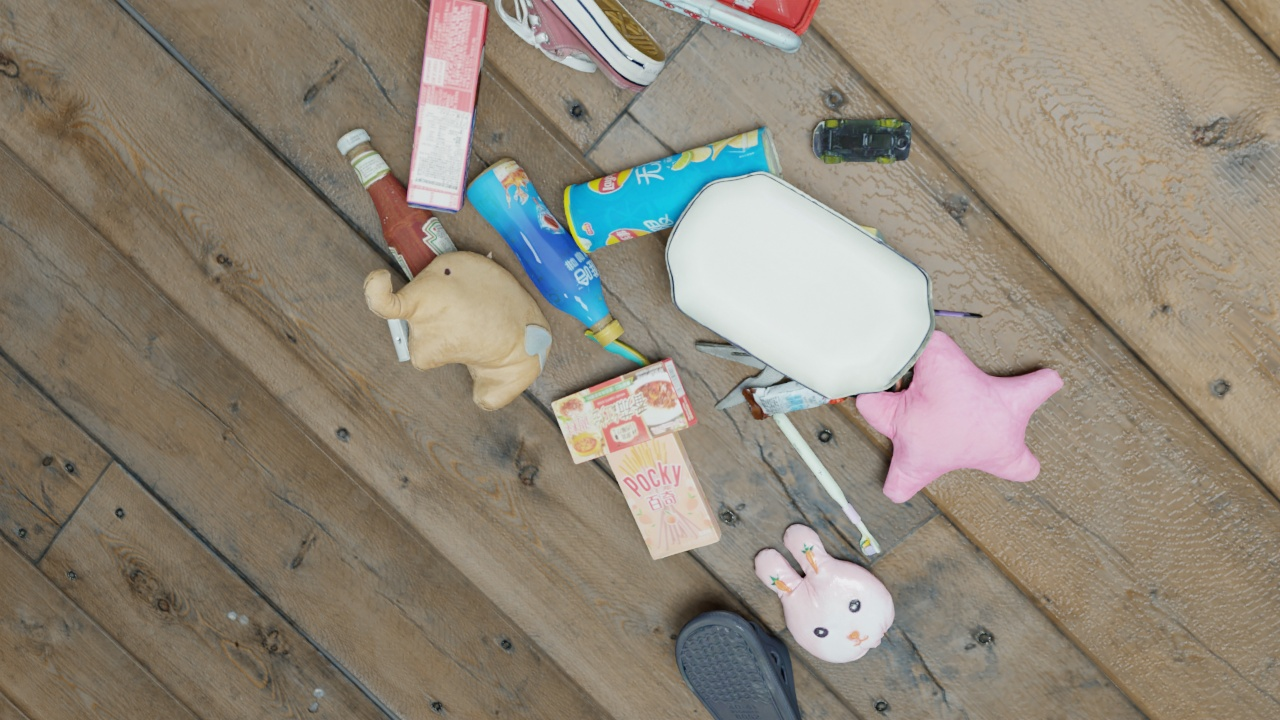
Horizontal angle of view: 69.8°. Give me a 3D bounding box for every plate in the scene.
[{"bbox_3d":[0.152,-0.071,0.879,0.265,0.034,0.162,30,114,-5],"label":"plate"}]

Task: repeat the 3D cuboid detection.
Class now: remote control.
[{"bbox_3d":[-0.242,-0.035,0.992,0.024,0.124,0.049,-14,101,7],"label":"remote control"}]

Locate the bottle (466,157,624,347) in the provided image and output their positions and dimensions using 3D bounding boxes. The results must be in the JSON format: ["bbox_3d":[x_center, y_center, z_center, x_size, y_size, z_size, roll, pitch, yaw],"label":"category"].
[{"bbox_3d":[-0.094,-0.108,0.965,0.065,0.065,0.218,-34,96,21],"label":"bottle"}]

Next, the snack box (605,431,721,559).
[{"bbox_3d":[0.023,0.143,1.034,0.085,0.026,0.157,-20,101,19],"label":"snack box"}]

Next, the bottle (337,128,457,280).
[{"bbox_3d":[-0.258,-0.154,0.995,0.060,0.059,0.206,-30,98,20],"label":"bottle"}]

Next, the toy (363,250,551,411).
[{"bbox_3d":[-0.185,-0.048,0.946,0.083,0.143,0.226,-2,150,45],"label":"toy"}]

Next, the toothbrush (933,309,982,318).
[{"bbox_3d":[0.246,-0.055,0.924,0.189,0.014,0.017,5,113,11],"label":"toothbrush"}]

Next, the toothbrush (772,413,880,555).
[{"bbox_3d":[0.200,0.132,0.991,0.020,0.029,0.189,-37,95,-21],"label":"toothbrush"}]

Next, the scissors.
[{"bbox_3d":[0.169,-0.001,0.953,0.189,0.015,0.226,38,120,-7],"label":"scissors"}]

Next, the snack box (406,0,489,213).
[{"bbox_3d":[-0.196,-0.257,0.932,0.058,0.057,0.208,9,103,-9],"label":"snack box"}]

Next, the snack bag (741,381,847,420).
[{"bbox_3d":[0.159,0.037,0.952,0.105,0.026,0.045,-15,124,25],"label":"snack bag"}]

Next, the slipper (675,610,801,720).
[{"bbox_3d":[0.123,0.367,1.059,0.111,0.083,0.268,-11,122,25],"label":"slipper"}]

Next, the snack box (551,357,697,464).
[{"bbox_3d":[-0.019,0.056,0.983,0.153,0.025,0.075,-21,91,31],"label":"snack box"}]

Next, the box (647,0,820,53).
[{"bbox_3d":[0.066,-0.356,0.831,0.201,0.100,0.095,23,111,5],"label":"box"}]

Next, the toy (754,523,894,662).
[{"bbox_3d":[0.201,0.260,1.016,0.159,0.054,0.121,44,111,6],"label":"toy"}]

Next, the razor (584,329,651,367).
[{"bbox_3d":[-0.006,0.006,0.998,0.132,0.043,0.028,40,103,7],"label":"razor"}]

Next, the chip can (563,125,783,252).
[{"bbox_3d":[0.033,-0.168,0.911,0.210,0.071,0.071,-14,103,18],"label":"chip can"}]

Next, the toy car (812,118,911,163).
[{"bbox_3d":[0.210,-0.209,0.874,0.090,0.035,0.042,3,106,13],"label":"toy car"}]

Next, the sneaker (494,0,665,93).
[{"bbox_3d":[-0.079,-0.333,0.867,0.241,0.118,0.088,51,122,9],"label":"sneaker"}]

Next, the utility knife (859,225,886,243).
[{"bbox_3d":[0.160,-0.131,0.925,0.179,0.019,0.031,11,103,15],"label":"utility knife"}]

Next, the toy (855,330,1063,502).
[{"bbox_3d":[0.317,0.049,0.907,0.195,0.074,0.178,-14,104,14],"label":"toy"}]
